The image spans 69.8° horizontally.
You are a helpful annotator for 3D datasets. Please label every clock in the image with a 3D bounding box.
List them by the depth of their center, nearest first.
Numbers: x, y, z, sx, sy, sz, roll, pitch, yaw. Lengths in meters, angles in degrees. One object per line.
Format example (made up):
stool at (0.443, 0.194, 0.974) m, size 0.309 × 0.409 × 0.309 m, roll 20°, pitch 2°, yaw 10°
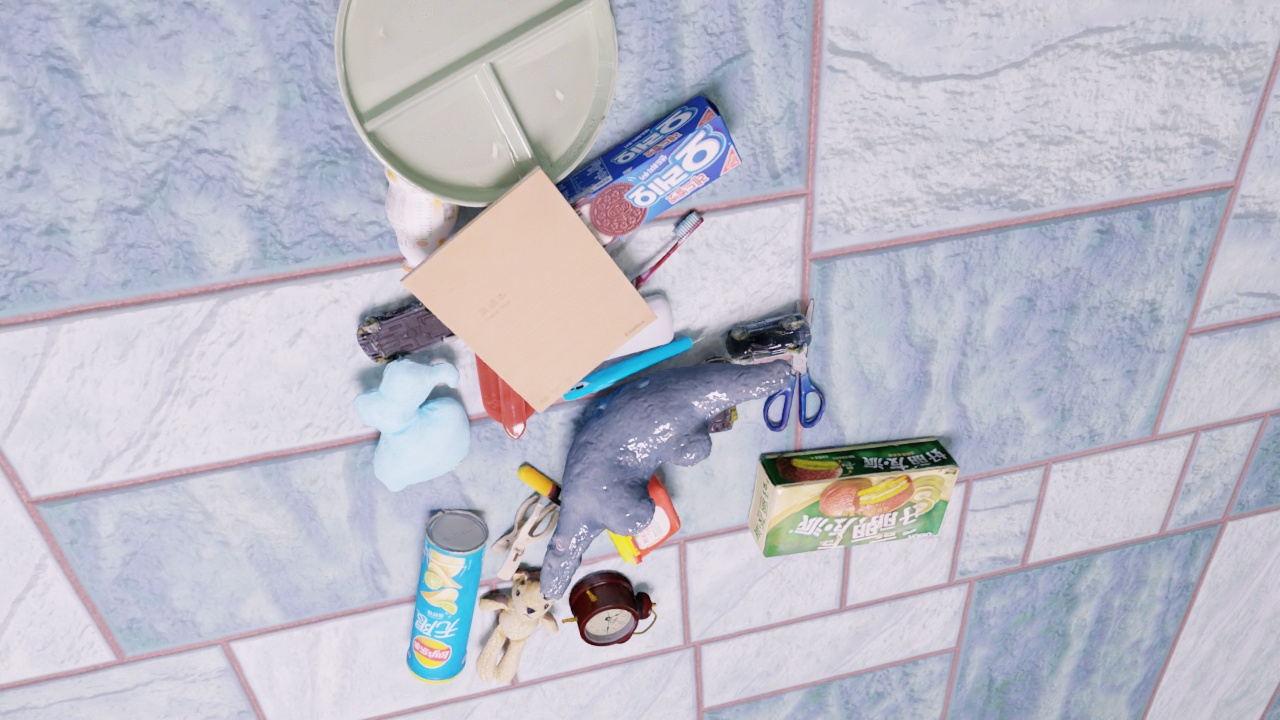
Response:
clock at (-0.034, 0.313, 1.139) m, size 0.122 × 0.055 × 0.082 m, roll 25°, pitch 113°, yaw -30°

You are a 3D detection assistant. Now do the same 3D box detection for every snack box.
snack box at (-0.012, -0.158, 0.829) m, size 0.207 × 0.057 × 0.058 m, roll -31°, pitch 128°, yaw 6°
snack box at (-0.004, 0.173, 1.041) m, size 0.080 × 0.082 × 0.091 m, roll -29°, pitch 128°, yaw -8°
snack box at (0.257, 0.165, 1.115) m, size 0.240 × 0.063 × 0.115 m, roll -4°, pitch 125°, yaw -13°

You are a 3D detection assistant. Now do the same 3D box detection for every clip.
clip at (-0.133, 0.199, 1.046) m, size 0.034 × 0.070 × 0.100 m, roll 29°, pitch 104°, yaw -31°

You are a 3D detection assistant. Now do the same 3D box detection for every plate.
plate at (-0.125, -0.237, 0.725) m, size 0.229 × 0.027 × 0.230 m, roll -10°, pitch 112°, yaw -26°

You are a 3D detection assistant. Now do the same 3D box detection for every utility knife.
utility knife at (-0.006, 0.006, 0.957) m, size 0.161 × 0.034 × 0.018 m, roll -23°, pitch 84°, yaw -2°

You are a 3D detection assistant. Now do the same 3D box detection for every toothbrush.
toothbrush at (-0.008, -0.074, 0.895) m, size 0.017 × 0.016 × 0.188 m, roll 43°, pitch 96°, yaw -12°

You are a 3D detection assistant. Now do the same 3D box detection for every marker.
marker at (-0.093, 0.154, 1.040) m, size 0.015 × 0.018 × 0.124 m, roll -11°, pitch 139°, yaw 42°

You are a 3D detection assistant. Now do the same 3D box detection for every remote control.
remote control at (-0.034, -0.027, 0.932) m, size 0.136 × 0.020 × 0.056 m, roll -16°, pitch 126°, yaw -5°

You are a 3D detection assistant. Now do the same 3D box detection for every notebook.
notebook at (-0.091, -0.054, 0.822) m, size 0.149 × 0.012 × 0.211 m, roll -39°, pitch 134°, yaw 1°

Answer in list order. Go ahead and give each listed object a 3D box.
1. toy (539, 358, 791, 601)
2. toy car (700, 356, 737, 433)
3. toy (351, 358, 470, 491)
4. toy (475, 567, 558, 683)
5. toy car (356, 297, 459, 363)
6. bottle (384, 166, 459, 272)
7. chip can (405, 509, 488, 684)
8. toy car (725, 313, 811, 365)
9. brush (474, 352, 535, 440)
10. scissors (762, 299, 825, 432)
toy at (-0.004, 0.098, 0.952) m, size 0.357 × 0.138 × 0.091 m, roll -47°, pitch 152°, yaw 9°
toy car at (0.081, 0.036, 0.998) m, size 0.042 × 0.035 × 0.090 m, roll -9°, pitch 119°, yaw -12°
toy at (-0.224, 0.068, 0.924) m, size 0.161 × 0.049 × 0.156 m, roll -44°, pitch 132°, yaw 13°
toy at (-0.151, 0.323, 1.107) m, size 0.105 × 0.066 × 0.157 m, roll 24°, pitch 107°, yaw -9°
toy car at (-0.216, -0.033, 0.871) m, size 0.105 × 0.031 × 0.049 m, roll -18°, pitch 129°, yaw 2°
bottle at (-0.189, -0.129, 0.794) m, size 0.063 × 0.063 × 0.109 m, roll -1°, pitch 123°, yaw -15°
chip can at (-0.222, 0.273, 1.050) m, size 0.071 × 0.071 × 0.211 m, roll 4°, pitch 122°, yaw -18°
toy car at (0.135, -0.025, 0.972) m, size 0.091 × 0.034 × 0.043 m, roll -14°, pitch 127°, yaw 11°
brush at (-0.130, 0.007, 0.899) m, size 0.063 × 0.069 × 0.146 m, roll -7°, pitch 124°, yaw -10°
scissors at (0.186, 0.008, 1.023) m, size 0.126 × 0.012 × 0.174 m, roll 19°, pitch 115°, yaw -24°
